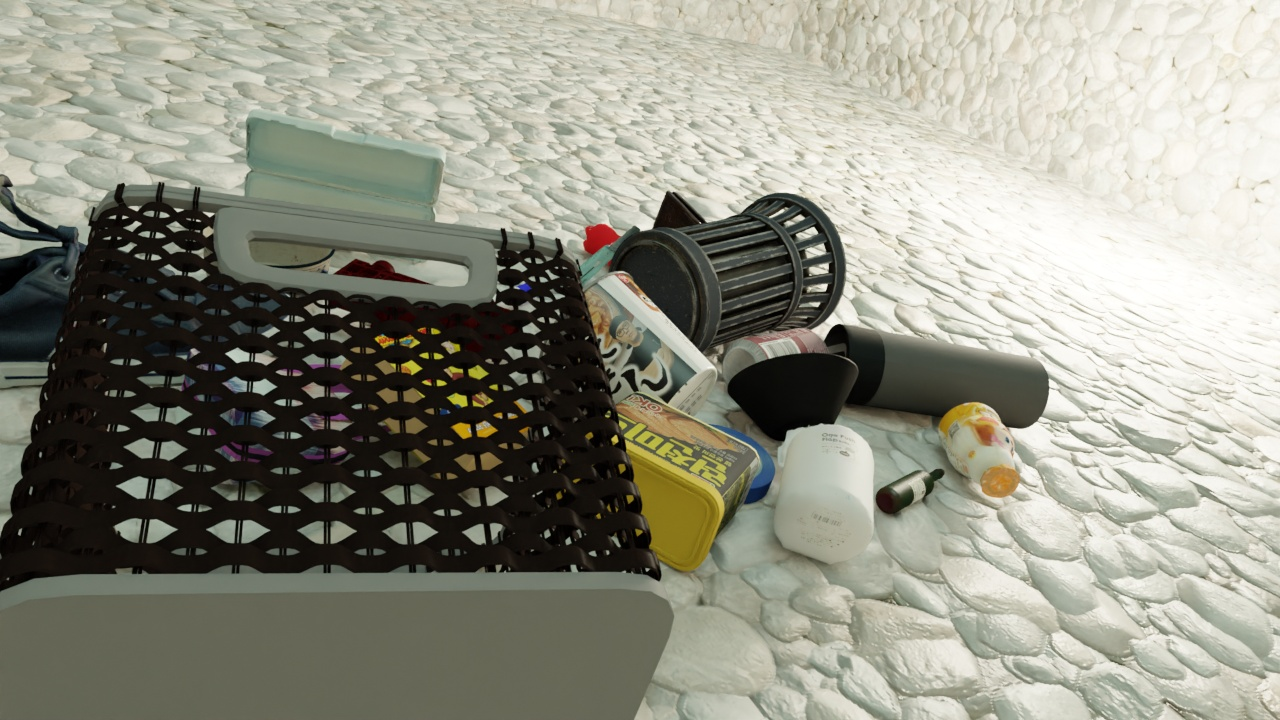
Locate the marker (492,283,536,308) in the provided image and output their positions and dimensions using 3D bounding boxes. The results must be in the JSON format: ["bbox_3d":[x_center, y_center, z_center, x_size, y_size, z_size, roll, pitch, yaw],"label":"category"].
[{"bbox_3d":[-0.154,-0.058,0.950,0.020,0.020,0.141,28,29,21],"label":"marker"}]

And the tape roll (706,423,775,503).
[{"bbox_3d":[0.072,0.089,0.803,0.091,0.016,0.093,-12,39,-43],"label":"tape roll"}]

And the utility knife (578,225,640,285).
[{"bbox_3d":[-0.040,-0.115,1.001,0.022,0.169,0.015,21,65,-21],"label":"utility knife"}]

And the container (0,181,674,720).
[{"bbox_3d":[-0.144,0.093,0.437,0.247,0.246,0.243,5,33,-21],"label":"container"}]

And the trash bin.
[{"bbox_3d":[0.089,-0.086,0.991,0.226,0.165,0.164,-18,43,-43],"label":"trash bin"}]

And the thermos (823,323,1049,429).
[{"bbox_3d":[0.315,0.019,0.997,0.240,0.082,0.082,9,28,-15],"label":"thermos"}]

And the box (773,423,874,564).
[{"bbox_3d":[0.153,0.098,0.770,0.081,0.092,0.160,16,35,6],"label":"box"}]

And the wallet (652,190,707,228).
[{"bbox_3d":[0.041,-0.145,1.135,0.031,0.099,0.120,10,27,-27],"label":"wallet"}]

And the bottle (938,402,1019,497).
[{"bbox_3d":[0.334,0.089,0.899,0.063,0.063,0.108,13,27,-7],"label":"bottle"}]

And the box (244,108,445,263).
[{"bbox_3d":[-0.312,-0.182,0.966,0.197,0.136,0.043,10,34,-13],"label":"box"}]

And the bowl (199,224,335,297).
[{"bbox_3d":[-0.347,-0.086,0.853,0.115,0.059,0.115,13,27,-7],"label":"bowl"}]

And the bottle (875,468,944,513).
[{"bbox_3d":[0.252,0.116,0.844,0.105,0.025,0.025,-13,40,-44],"label":"bottle"}]

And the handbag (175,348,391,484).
[{"bbox_3d":[-0.248,0.032,0.696,0.144,0.068,0.169,37,27,33],"label":"handbag"}]

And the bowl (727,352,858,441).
[{"bbox_3d":[0.147,0.044,0.863,0.124,0.124,0.052,6,62,-20],"label":"bowl"}]

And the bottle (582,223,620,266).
[{"bbox_3d":[-0.017,-0.126,1.127,0.041,0.042,0.141,-13,39,-43],"label":"bottle"}]

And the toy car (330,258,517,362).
[{"bbox_3d":[-0.198,-0.037,0.841,0.170,0.062,0.070,18,27,4],"label":"toy car"}]

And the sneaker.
[{"bbox_3d":[-0.408,-0.058,0.700,0.293,0.127,0.120,-4,34,-37],"label":"sneaker"}]

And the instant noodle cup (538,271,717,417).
[{"bbox_3d":[-0.005,0.005,0.823,0.122,0.124,0.123,39,34,20],"label":"instant noodle cup"}]

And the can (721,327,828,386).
[{"bbox_3d":[0.141,0.003,0.951,0.113,0.063,0.063,-11,38,-42],"label":"can"}]

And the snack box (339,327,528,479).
[{"bbox_3d":[-0.154,0.030,0.707,0.126,0.040,0.088,44,24,11],"label":"snack box"}]

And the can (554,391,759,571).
[{"bbox_3d":[0.015,0.088,0.716,0.131,0.073,0.100,26,26,18],"label":"can"}]
